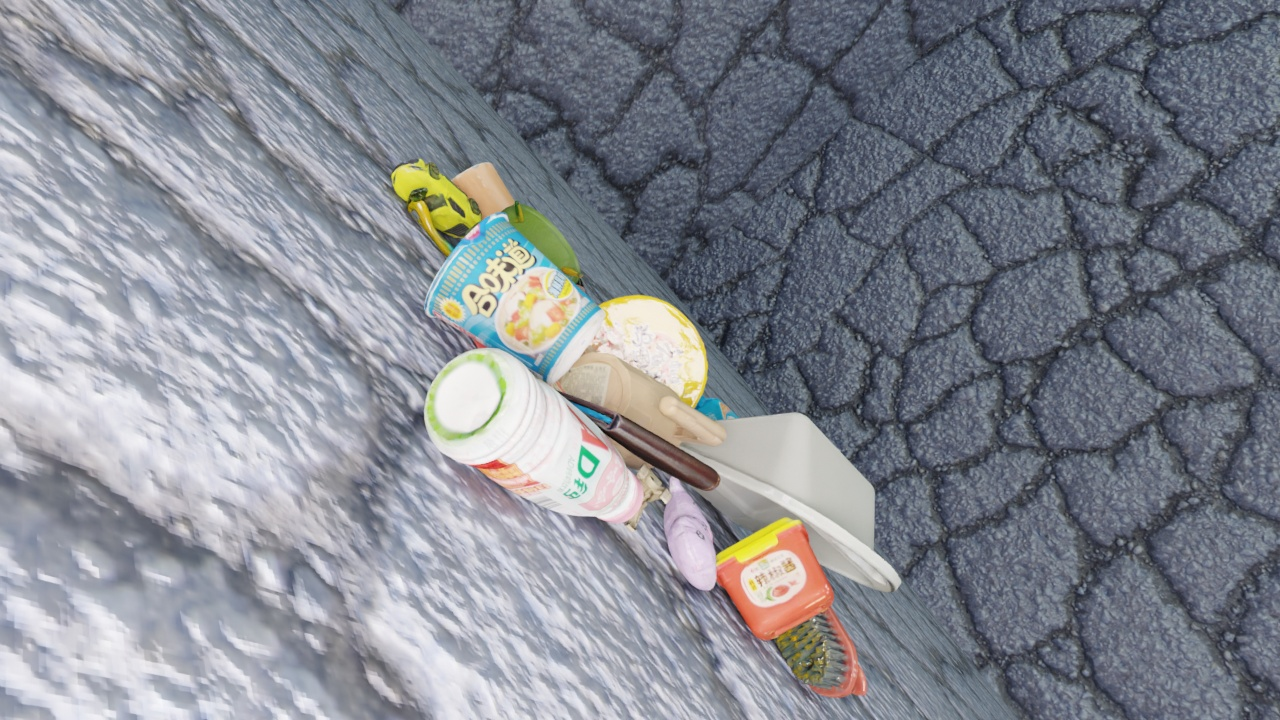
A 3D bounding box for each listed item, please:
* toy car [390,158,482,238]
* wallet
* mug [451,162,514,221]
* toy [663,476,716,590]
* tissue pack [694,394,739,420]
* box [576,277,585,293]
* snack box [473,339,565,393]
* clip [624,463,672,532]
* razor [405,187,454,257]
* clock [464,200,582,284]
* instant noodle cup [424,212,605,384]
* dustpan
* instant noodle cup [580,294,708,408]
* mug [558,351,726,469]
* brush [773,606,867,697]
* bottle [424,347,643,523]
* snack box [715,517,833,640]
[{"bbox_3d":[-0.206,-0.160,0.925,0.105,0.048,0.032,43,36,-42],"label":"toy car"},{"bbox_3d":[-0.007,0.058,0.689,0.096,0.020,0.122,16,-15,48],"label":"wallet"},{"bbox_3d":[-0.162,-0.148,1.025,0.123,0.078,0.078,54,8,2],"label":"mug"},{"bbox_3d":[0.043,0.155,0.778,0.108,0.039,0.084,-111,180,-74],"label":"toy"},{"bbox_3d":[0.104,0.116,1.121,0.090,0.063,0.139,43,27,-43],"label":"tissue pack"},{"bbox_3d":[-0.093,-0.065,1.073,0.162,0.076,0.088,-115,-176,-75],"label":"box"},{"bbox_3d":[-0.087,0.023,0.739,0.075,0.025,0.153,40,11,-45],"label":"snack box"},{"bbox_3d":[-0.011,0.117,0.746,0.035,0.082,0.105,47,-15,0],"label":"clip"},{"bbox_3d":[-0.177,-0.109,0.891,0.132,0.028,0.043,46,-27,-7],"label":"razor"},{"bbox_3d":[-0.120,-0.096,0.922,0.116,0.056,0.161,49,-23,-8],"label":"clock"},{"bbox_3d":[-0.090,-0.040,0.692,0.110,0.099,0.099,38,7,4],"label":"instant noodle cup"},{"bbox_3d":[0.131,0.158,0.923,0.222,0.258,0.142,43,46,-36],"label":"dustpan"},{"bbox_3d":[-0.006,0.005,0.931,0.138,0.138,0.110,48,-1,-1],"label":"instant noodle cup"},{"bbox_3d":[-0.001,0.047,0.799,0.125,0.084,0.103,6,-14,31],"label":"mug"},{"bbox_3d":[0.159,0.250,0.857,0.069,0.063,0.145,26,21,-36],"label":"brush"},{"bbox_3d":[-0.055,0.059,0.590,0.068,0.068,0.197,54,6,36],"label":"bottle"},{"bbox_3d":[0.119,0.195,0.808,0.080,0.091,0.082,61,2,26],"label":"snack box"}]
